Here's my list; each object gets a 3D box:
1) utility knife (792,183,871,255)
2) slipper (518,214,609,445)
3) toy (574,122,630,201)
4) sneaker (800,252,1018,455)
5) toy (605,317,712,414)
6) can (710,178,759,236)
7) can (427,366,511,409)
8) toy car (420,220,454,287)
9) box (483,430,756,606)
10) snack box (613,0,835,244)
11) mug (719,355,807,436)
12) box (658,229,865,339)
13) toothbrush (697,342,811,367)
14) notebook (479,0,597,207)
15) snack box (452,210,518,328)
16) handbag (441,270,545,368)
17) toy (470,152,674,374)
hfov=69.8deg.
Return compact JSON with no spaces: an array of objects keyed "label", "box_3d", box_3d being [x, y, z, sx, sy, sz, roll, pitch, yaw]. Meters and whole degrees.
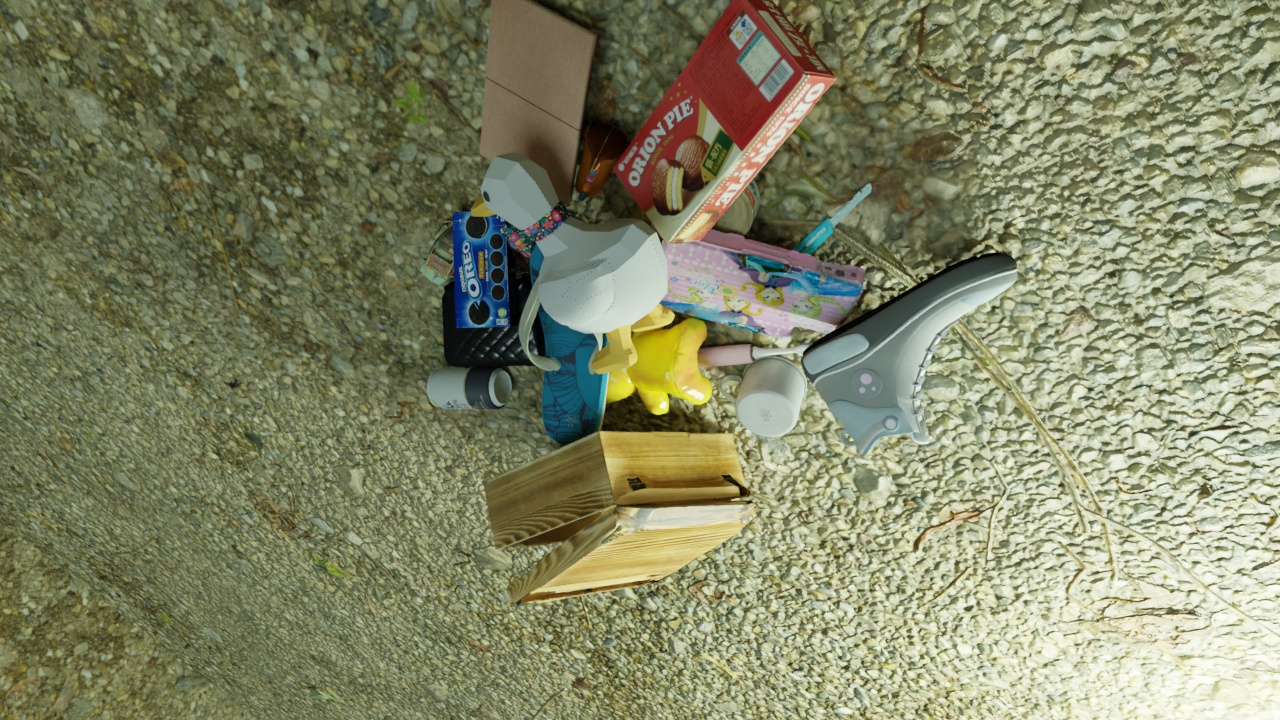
[{"label":"utility knife","box_3d":[0.202,-0.145,1.036,0.022,0.015,0.169,55,133,15]},{"label":"slipper","box_3d":[-0.090,-0.035,1.135,0.118,0.060,0.295,2,97,17]},{"label":"toy","box_3d":[-0.052,-0.215,1.029,0.070,0.102,0.090,25,127,-5]},{"label":"sneaker","box_3d":[0.314,0.000,1.006,0.257,0.092,0.160,-30,86,29]},{"label":"toy","box_3d":[-0.007,0.007,1.181,0.194,0.087,0.134,5,104,30]},{"label":"can","box_3d":[0.089,-0.178,1.036,0.086,0.043,0.086,12,132,14]},{"label":"can","box_3d":[-0.257,0.040,1.358,0.127,0.064,0.064,-1,127,25]},{"label":"toy car","box_3d":[-0.264,-0.135,1.224,0.047,0.047,0.112,33,131,-6]},{"label":"box","box_3d":[-0.014,0.203,1.226,0.248,0.176,0.278,-29,156,37]},{"label":"snack box","box_3d":[0.077,-0.238,0.935,0.113,0.060,0.237,56,130,18]},{"label":"mug","box_3d":[0.153,0.046,1.180,0.113,0.070,0.084,3,129,20]},{"label":"box","box_3d":[0.129,-0.078,1.082,0.230,0.035,0.160,15,146,1]},{"label":"toothbrush","box_3d":[0.116,-0.006,1.181,0.223,0.026,0.027,-5,119,27]},{"label":"notebook","box_3d":[-0.119,-0.291,1.025,0.141,0.008,0.210,34,136,20]},{"label":"snack box","box_3d":[-0.199,-0.117,1.172,0.082,0.027,0.150,-2,92,22]},{"label":"handbag","box_3d":[-0.181,-0.059,1.245,0.154,0.114,0.125,0,104,28]},{"label":"toy","box_3d":[-0.065,-0.118,1.015,0.247,0.140,0.267,2,133,51]}]
